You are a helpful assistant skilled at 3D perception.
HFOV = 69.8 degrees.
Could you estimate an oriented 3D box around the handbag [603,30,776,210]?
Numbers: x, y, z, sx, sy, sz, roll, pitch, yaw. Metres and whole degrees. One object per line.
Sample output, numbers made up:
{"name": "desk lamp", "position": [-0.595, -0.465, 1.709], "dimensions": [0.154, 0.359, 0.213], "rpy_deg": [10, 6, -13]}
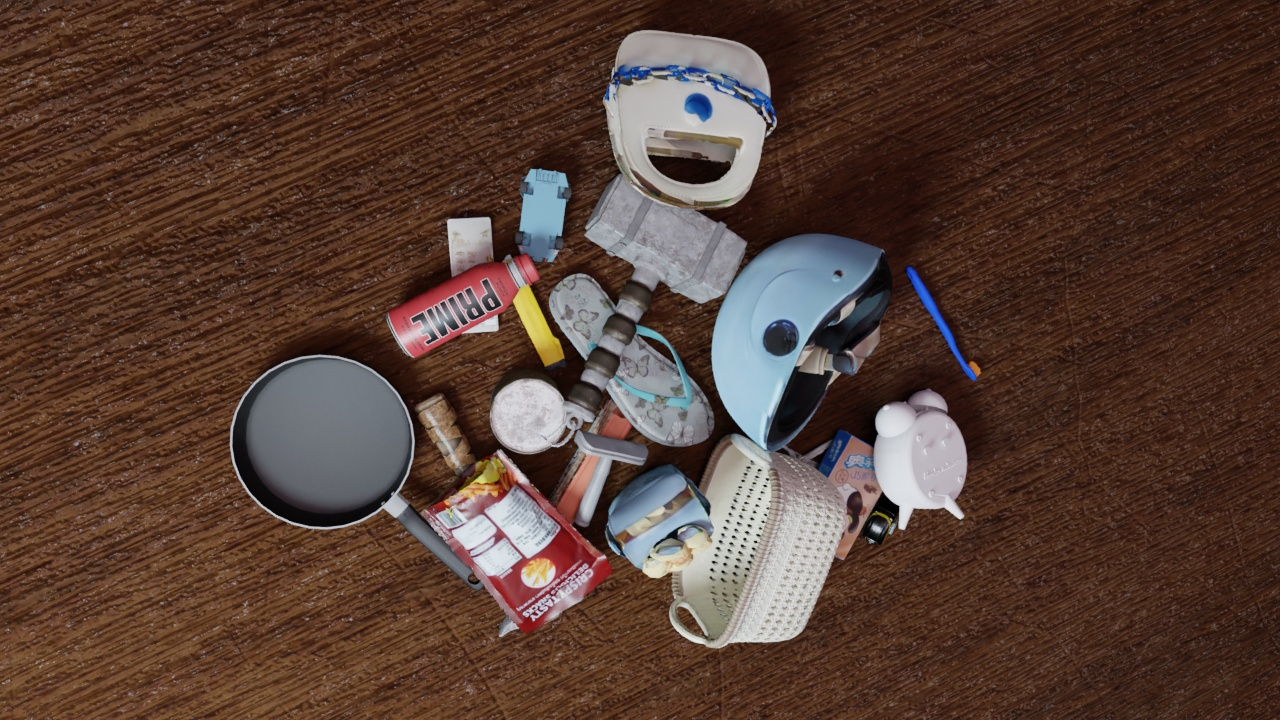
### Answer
{"name": "handbag", "position": [0.055, -0.270, 1.037], "dimensions": [0.200, 0.093, 0.199], "rpy_deg": [0, 74, -13]}

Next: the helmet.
{"name": "helmet", "position": [0.176, -0.029, 1.081], "dimensions": [0.167, 0.225, 0.265], "rpy_deg": [28, 90, 25]}

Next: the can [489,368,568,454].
{"name": "can", "position": [-0.135, 0.059, 1.096], "dimensions": [0.090, 0.074, 0.090], "rpy_deg": [-1, 99, -9]}

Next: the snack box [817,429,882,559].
{"name": "snack box", "position": [0.262, 0.176, 1.197], "dimensions": [0.087, 0.034, 0.151], "rpy_deg": [28, 92, -24]}

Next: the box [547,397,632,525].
{"name": "box", "position": [-0.063, 0.131, 1.134], "dimensions": [0.059, 0.056, 0.187], "rpy_deg": [30, 91, 19]}

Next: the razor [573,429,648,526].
{"name": "razor", "position": [-0.052, 0.147, 1.107], "dimensions": [0.088, 0.047, 0.116], "rpy_deg": [15, 104, -27]}

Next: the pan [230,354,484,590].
{"name": "pan", "position": [-0.314, 0.145, 1.085], "dimensions": [0.204, 0.044, 0.355], "rpy_deg": [-45, 101, 0]}

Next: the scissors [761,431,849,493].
{"name": "scissors", "position": [0.197, 0.122, 1.194], "dimensions": [0.175, 0.014, 0.141], "rpy_deg": [40, 92, -17]}

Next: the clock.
{"name": "clock", "position": [0.364, 0.123, 1.171], "dimensions": [0.125, 0.073, 0.161], "rpy_deg": [-15, 94, -36]}

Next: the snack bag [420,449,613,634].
{"name": "snack bag", "position": [-0.145, 0.218, 1.079], "dimensions": [0.139, 0.066, 0.208], "rpy_deg": [-39, 101, 2]}

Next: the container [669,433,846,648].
{"name": "container", "position": [0.139, 0.223, 1.117], "dimensions": [0.142, 0.184, 0.246], "rpy_deg": [13, 104, -23]}

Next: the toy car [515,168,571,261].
{"name": "toy car", "position": [-0.117, -0.173, 1.089], "dimensions": [0.060, 0.027, 0.108], "rpy_deg": [6, 107, -11]}

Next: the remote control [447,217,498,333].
{"name": "remote control", "position": [-0.199, -0.101, 1.093], "dimensions": [0.050, 0.011, 0.136], "rpy_deg": [-4, 99, -10]}

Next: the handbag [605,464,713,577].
{"name": "handbag", "position": [0.024, 0.194, 1.081], "dimensions": [0.121, 0.192, 0.118], "rpy_deg": [-33, 88, -6]}

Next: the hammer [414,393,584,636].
{"name": "hammer", "position": [-0.185, 0.186, 1.123], "dimensions": [0.121, 0.049, 0.319], "rpy_deg": [-27, 100, -3]}

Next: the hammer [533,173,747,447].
{"name": "hammer", "position": [-0.020, -0.043, 1.059], "dimensions": [0.177, 0.080, 0.325], "rpy_deg": [29, 77, -13]}

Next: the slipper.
{"name": "slipper", "position": [-0.007, 0.006, 1.108], "dimensions": [0.269, 0.055, 0.098], "rpy_deg": [46, 67, -11]}

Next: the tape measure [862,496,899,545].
{"name": "tape measure", "position": [0.317, 0.212, 1.201], "dimensions": [0.034, 0.061, 0.062], "rpy_deg": [27, 105, 20]}

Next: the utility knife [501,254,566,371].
{"name": "utility knife", "position": [-0.131, -0.057, 1.110], "dimensions": [0.030, 0.017, 0.151], "rpy_deg": [-26, 103, -10]}

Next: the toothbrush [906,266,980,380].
{"name": "toothbrush", "position": [0.398, -0.049, 1.205], "dimensions": [0.018, 0.016, 0.182], "rpy_deg": [-36, 103, -9]}

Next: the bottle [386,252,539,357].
{"name": "bottle", "position": [-0.200, -0.070, 1.058], "dimensions": [0.176, 0.062, 0.062], "rpy_deg": [-28, 102, -2]}
